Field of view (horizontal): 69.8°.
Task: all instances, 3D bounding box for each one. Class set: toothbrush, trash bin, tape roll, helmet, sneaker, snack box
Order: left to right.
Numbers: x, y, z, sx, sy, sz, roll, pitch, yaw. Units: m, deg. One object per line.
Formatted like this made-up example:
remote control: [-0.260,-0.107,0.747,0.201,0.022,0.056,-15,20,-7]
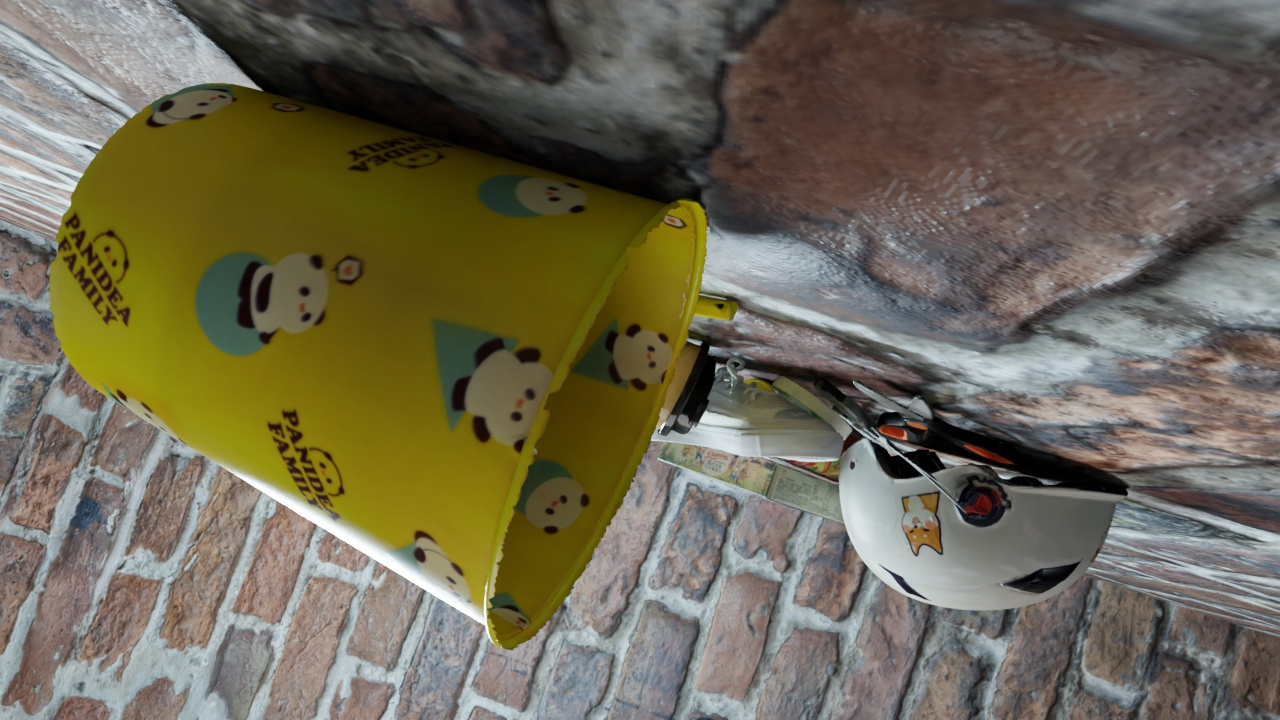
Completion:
trash bin: [-0.126,-0.014,0.471,0.255,0.229,0.229,22,174,12]
toothbrush: [-0.015,-0.053,0.673,0.190,0.015,0.016,13,165,34]
sneaker: [0.097,0.045,0.878,0.089,0.090,0.243,8,178,-38]
snack box: [0.144,0.140,1.096,0.177,0.045,0.183,23,175,-42]
tape roll: [0.163,0.045,0.873,0.086,0.014,0.086,38,178,1]
helmet: [0.330,0.175,0.934,0.274,0.157,0.229,10,177,33]

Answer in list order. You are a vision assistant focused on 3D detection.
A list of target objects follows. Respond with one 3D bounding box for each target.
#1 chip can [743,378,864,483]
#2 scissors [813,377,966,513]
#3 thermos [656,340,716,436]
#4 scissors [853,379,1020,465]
chip can: [0.175,0.081,1.011,0.073,0.073,0.216,12,172,43]
scissors: [0.219,0.074,0.819,0.181,0.014,0.159,42,-178,-7]
thermos: [-0.005,0.005,0.828,0.143,0.093,0.093,26,173,-1]
scissors: [0.254,0.053,0.786,0.204,0.021,0.225,18,173,2]
